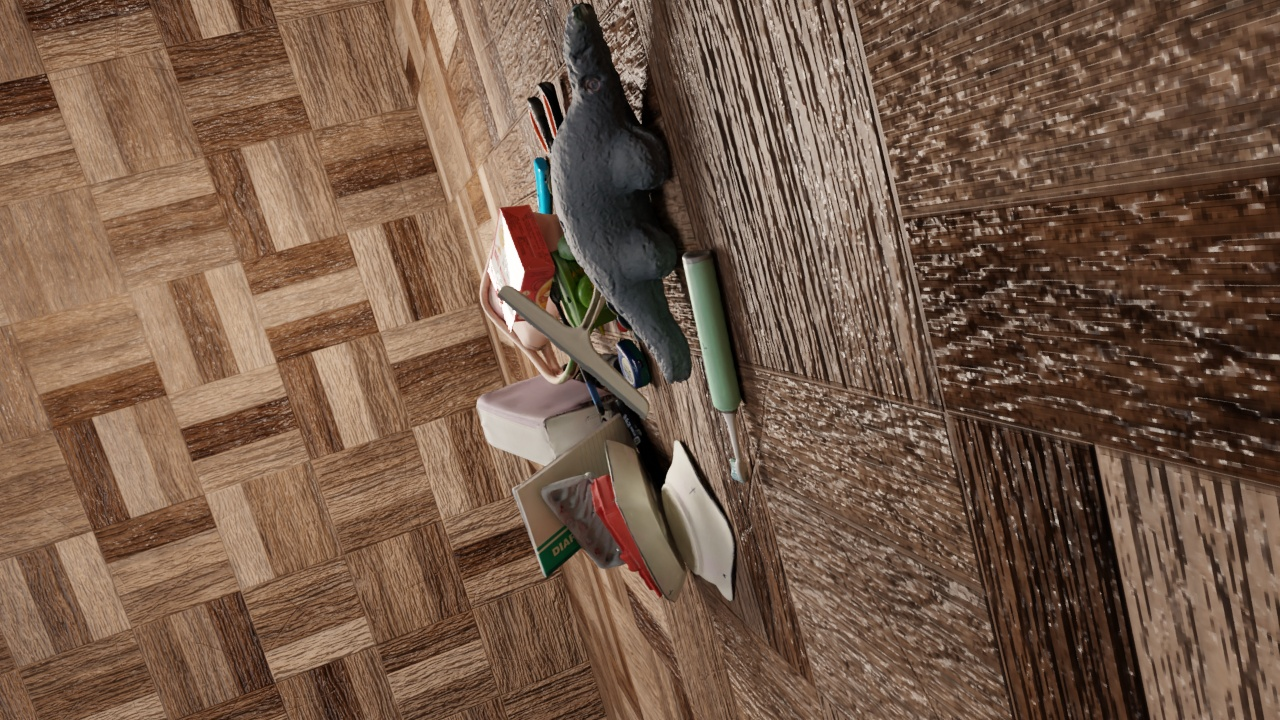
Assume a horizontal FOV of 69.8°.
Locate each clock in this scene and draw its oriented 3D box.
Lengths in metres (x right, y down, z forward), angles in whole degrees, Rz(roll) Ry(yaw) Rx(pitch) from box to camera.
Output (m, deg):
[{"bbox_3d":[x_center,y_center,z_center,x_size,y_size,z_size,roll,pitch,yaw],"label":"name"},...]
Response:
[{"bbox_3d":[-0.070,-0.098,1.155,0.161,0.056,0.116,98,148,-69],"label":"clock"}]

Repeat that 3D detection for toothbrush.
[{"bbox_3d":[-0.048,0.002,1.290,0.026,0.027,0.213,-64,13,-4],"label":"toothbrush"},{"bbox_3d":[-0.082,-0.016,1.183,0.016,0.014,0.189,-18,94,63],"label":"toothbrush"},{"bbox_3d":[0.072,0.010,0.813,0.027,0.026,0.225,12,122,50],"label":"toothbrush"}]

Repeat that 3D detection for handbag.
[{"bbox_3d":[-0.138,-0.074,1.312,0.234,0.093,0.194,62,145,25],"label":"handbag"},{"bbox_3d":[-0.128,0.085,1.346,0.197,0.144,0.098,13,124,51],"label":"handbag"}]

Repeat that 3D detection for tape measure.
[{"bbox_3d":[-0.007,0.007,1.122,0.058,0.025,0.055,-126,21,-45],"label":"tape measure"}]

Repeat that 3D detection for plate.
[{"bbox_3d":[0.010,0.194,1.170,0.162,0.034,0.265,63,-177,-20],"label":"plate"},{"bbox_3d":[0.061,0.192,1.078,0.164,0.034,0.164,85,162,-46],"label":"plate"}]

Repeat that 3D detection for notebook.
[{"bbox_3d":[-0.076,0.180,1.262,0.012,0.208,0.150,16,130,42],"label":"notebook"}]

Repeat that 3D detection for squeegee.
[{"bbox_3d":[-0.047,-0.084,1.040,0.246,0.039,0.247,39,144,12],"label":"squeegee"}]

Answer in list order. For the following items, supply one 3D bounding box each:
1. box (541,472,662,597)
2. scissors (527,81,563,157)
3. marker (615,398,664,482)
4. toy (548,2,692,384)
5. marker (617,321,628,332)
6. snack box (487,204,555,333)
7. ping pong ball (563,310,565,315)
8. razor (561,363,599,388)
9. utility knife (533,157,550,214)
[{"bbox_3d":[-0.044,0.235,1.206,0.201,0.100,0.112,61,-175,-40],"label":"box"},{"bbox_3d":[-0.097,-0.254,1.160,0.221,0.021,0.230,82,162,-52],"label":"scissors"},{"bbox_3d":[0.000,0.106,1.243,0.022,0.020,0.132,37,-158,-58],"label":"marker"},{"bbox_3d":[-0.026,-0.149,0.862,0.138,0.091,0.357,27,137,55],"label":"toy"},{"bbox_3d":[-0.016,-0.076,1.071,0.145,0.017,0.017,98,151,-61],"label":"marker"},{"bbox_3d":[-0.157,-0.118,1.198,0.127,0.044,0.113,113,141,-51],"label":"snack box"},{"bbox_3d":[-0.106,-0.086,1.367,0.040,0.040,0.040,161,90,-77],"label":"ping pong ball"},{"bbox_3d":[-0.075,0.077,1.435,0.068,0.062,0.167,-50,59,37],"label":"razor"},{"bbox_3d":[-0.146,-0.233,1.386,0.210,0.018,0.034,97,152,-63],"label":"utility knife"}]
